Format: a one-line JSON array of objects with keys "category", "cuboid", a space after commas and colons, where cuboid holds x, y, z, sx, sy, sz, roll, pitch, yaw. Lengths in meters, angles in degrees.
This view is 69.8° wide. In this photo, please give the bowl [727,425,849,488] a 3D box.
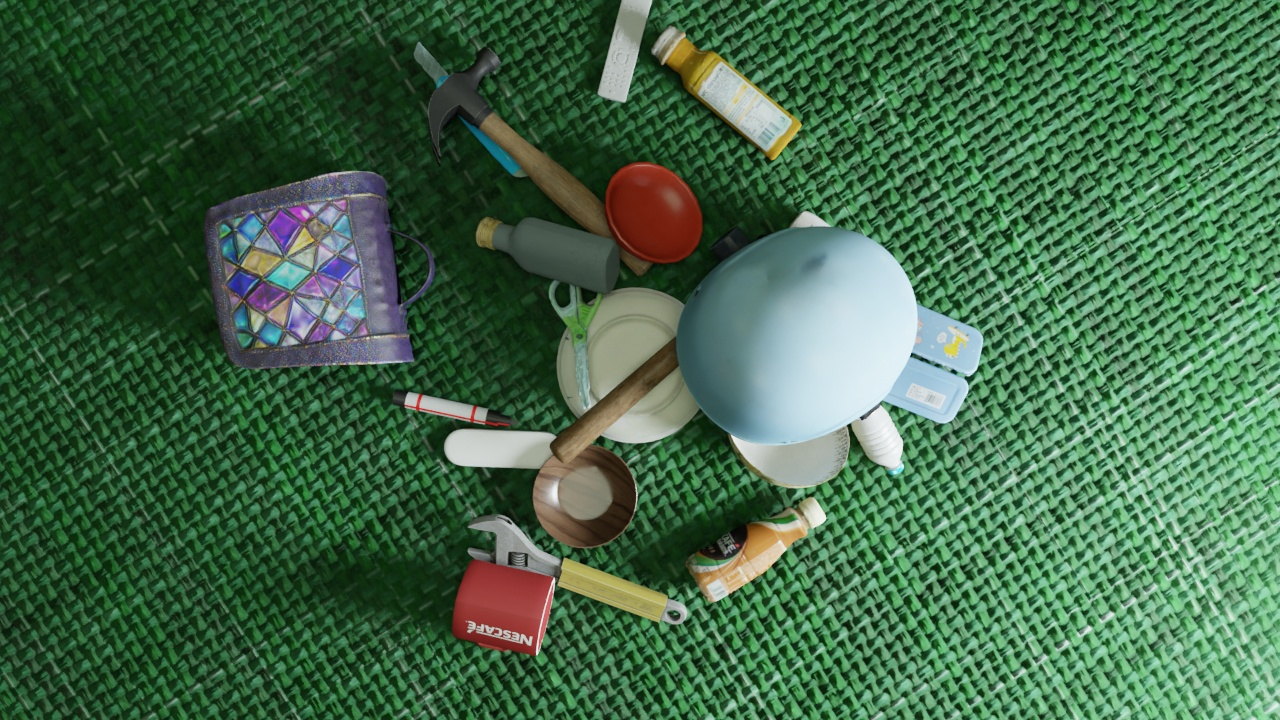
[{"category": "bowl", "cuboid": [0.157, 0.091, 1.034, 0.145, 0.063, 0.145, 7, 53, -9]}]

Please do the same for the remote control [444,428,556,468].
[{"category": "remote control", "cuboid": [-0.159, 0.103, 1.068, 0.136, 0.013, 0.043, 2, 92, -1]}]

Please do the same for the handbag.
[{"category": "handbag", "cuboid": [-0.337, -0.089, 1.003, 0.222, 0.125, 0.205, -9, 92, -2]}]

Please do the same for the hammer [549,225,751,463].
[{"category": "hammer", "cuboid": [0.028, 0.002, 1.022, 0.321, 0.040, 0.129, -41, 98, -3]}]

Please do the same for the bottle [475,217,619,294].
[{"category": "bottle", "cuboid": [-0.106, -0.124, 1.029, 0.161, 0.072, 0.046, 17, 61, 13]}]

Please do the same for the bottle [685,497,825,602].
[{"category": "bottle", "cuboid": [0.135, 0.212, 1.054, 0.167, 0.059, 0.059, -31, 92, 0]}]

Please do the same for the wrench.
[{"category": "wrench", "cuboid": [-0.073, 0.248, 1.061, 0.273, 0.018, 0.084, 20, 119, -3]}]

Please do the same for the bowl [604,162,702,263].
[{"category": "bowl", "cuboid": [0.009, -0.161, 1.034, 0.122, 0.035, 0.121, 9, 69, -25]}]

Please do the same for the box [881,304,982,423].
[{"category": "box", "cuboid": [0.287, -0.016, 1.061, 0.209, 0.039, 0.126, 22, 92, -3]}]

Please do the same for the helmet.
[{"category": "helmet", "cuboid": [0.179, -0.032, 0.944, 0.265, 0.167, 0.225, -32, 91, -18]}]

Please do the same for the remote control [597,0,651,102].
[{"category": "remote control", "cuboid": [-0.017, -0.363, 1.056, 0.033, 0.012, 0.131, 15, 91, 1]}]

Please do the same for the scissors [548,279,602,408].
[{"category": "scissors", "cuboid": [-0.068, -0.025, 1.029, 0.065, 0.033, 0.174, -7, 69, 1]}]

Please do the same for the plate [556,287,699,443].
[{"category": "plate", "cuboid": [-0.006, 0.006, 1.057, 0.182, 0.034, 0.182, 0, 92, -1]}]

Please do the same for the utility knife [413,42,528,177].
[{"category": "utility knife", "cuboid": [-0.193, -0.285, 1.054, 0.031, 0.015, 0.198, -41, 96, -4]}]

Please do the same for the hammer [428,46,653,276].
[{"category": "hammer", "cuboid": [-0.106, -0.204, 1.040, 0.305, 0.040, 0.132, 41, 78, -6]}]

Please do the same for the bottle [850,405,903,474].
[{"category": "bottle", "cuboid": [0.265, 0.072, 1.052, 0.044, 0.044, 0.136, -31, 106, 0]}]

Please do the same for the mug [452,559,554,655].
[{"category": "mug", "cuboid": [-0.155, 0.290, 1.042, 0.096, 0.080, 0.117, 12, 127, 2]}]

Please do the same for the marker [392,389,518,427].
[{"category": "marker", "cuboid": [-0.213, 0.058, 1.062, 0.145, 0.019, 0.019, 12, 91, -1]}]

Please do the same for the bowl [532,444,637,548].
[{"category": "bowl", "cuboid": [-0.064, 0.155, 1.062, 0.119, 0.032, 0.119, 0, 92, -1]}]

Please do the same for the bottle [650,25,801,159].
[{"category": "bottle", "cuboid": [0.095, -0.305, 1.040, 0.186, 0.053, 0.053, 39, 90, -2]}]

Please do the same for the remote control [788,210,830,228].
[{"category": "remote control", "cuboid": [0.172, -0.104, 1.061, 0.060, 0.025, 0.138, 36, 91, -2]}]
